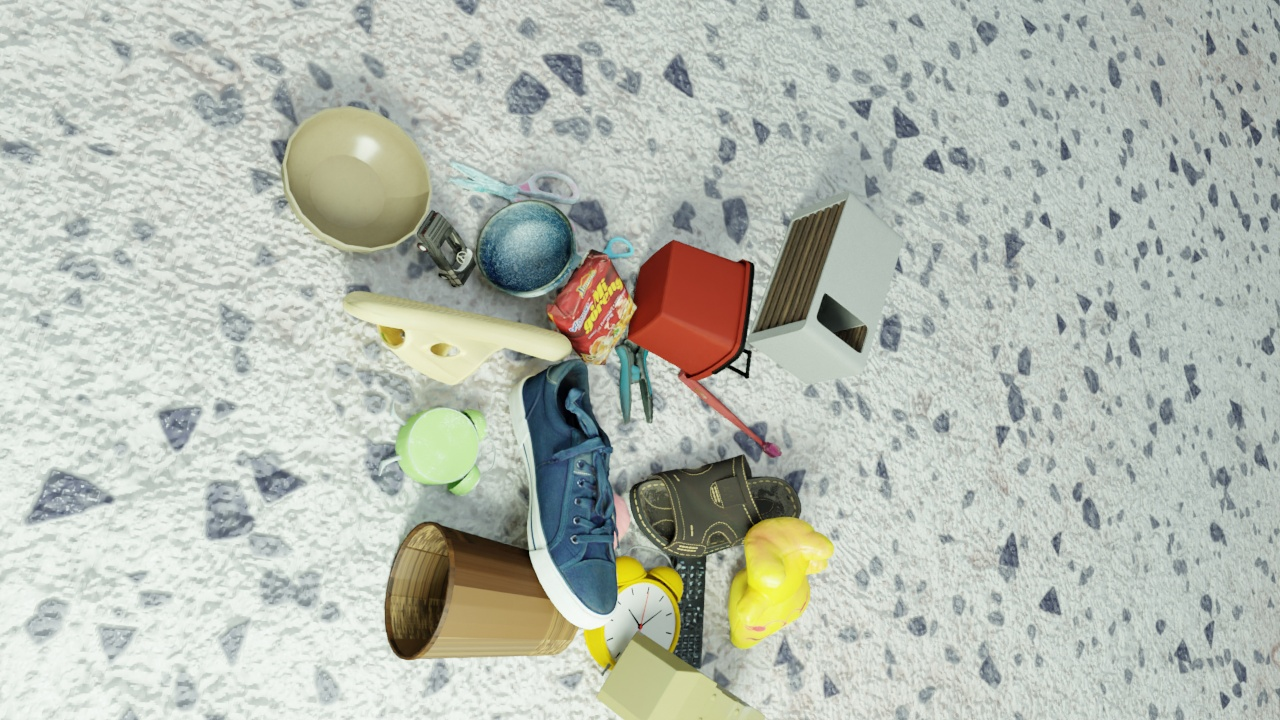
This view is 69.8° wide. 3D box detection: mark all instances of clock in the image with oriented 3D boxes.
[{"bbox_3d":[-0.209,0.093,0.976,0.119,0.043,0.094,14,75,-32],"label":"clock"},{"bbox_3d":[-0.004,0.295,1.073,0.113,0.052,0.151,22,74,-29],"label":"clock"}]

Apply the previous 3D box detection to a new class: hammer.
[{"bbox_3d":[-0.018,0.483,0.995,0.324,0.101,0.190,-56,133,-13],"label":"hammer"}]

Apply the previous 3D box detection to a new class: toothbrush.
[{"bbox_3d":[0.121,0.073,1.215,0.190,0.016,0.016,40,63,-22],"label":"toothbrush"}]

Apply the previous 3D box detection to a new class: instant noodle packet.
[{"bbox_3d":[-0.053,-0.059,1.070,0.098,0.040,0.135,-55,152,-13],"label":"instant noodle packet"}]

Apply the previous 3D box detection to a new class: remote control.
[{"bbox_3d":[0.056,0.302,1.130,0.047,0.022,0.150,11,78,-32],"label":"remote control"}]

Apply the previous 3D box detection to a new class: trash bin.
[{"bbox_3d":[0.259,-0.100,1.278,0.114,0.115,0.228,33,65,-25],"label":"trash bin"}]

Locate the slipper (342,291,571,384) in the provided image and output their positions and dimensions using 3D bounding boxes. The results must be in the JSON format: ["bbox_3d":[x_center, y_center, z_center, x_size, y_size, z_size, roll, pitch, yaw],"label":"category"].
[{"bbox_3d":[-0.196,-0.016,0.979,0.261,0.111,0.079,10,97,-36],"label":"slipper"}]

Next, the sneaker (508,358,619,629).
[{"bbox_3d":[-0.059,0.125,0.961,0.120,0.128,0.294,18,49,-46],"label":"sneaker"}]

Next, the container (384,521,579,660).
[{"bbox_3d":[-0.155,0.245,0.941,0.167,0.132,0.132,19,71,-36],"label":"container"}]

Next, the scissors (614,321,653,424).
[{"bbox_3d":[-0.012,0.011,1.137,0.127,0.019,0.141,46,58,-18],"label":"scissors"}]

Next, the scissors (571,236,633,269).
[{"bbox_3d":[-0.052,-0.116,1.137,0.133,0.015,0.135,-44,109,-31],"label":"scissors"}]

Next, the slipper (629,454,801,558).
[{"bbox_3d":[0.106,0.178,1.142,0.267,0.076,0.113,3,60,-34],"label":"slipper"}]

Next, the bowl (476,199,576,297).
[{"bbox_3d":[-0.125,-0.120,1.051,0.114,0.061,0.114,-3,73,9],"label":"bowl"}]

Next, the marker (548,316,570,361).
[{"bbox_3d":[-0.083,0.014,1.092,0.012,0.013,0.142,-21,93,-35],"label":"marker"}]

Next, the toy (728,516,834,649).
[{"bbox_3d":[0.157,0.272,1.125,0.134,0.194,0.087,-30,56,-24],"label":"toy"}]

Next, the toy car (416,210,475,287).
[{"bbox_3d":[-0.209,-0.120,0.999,0.040,0.037,0.092,-64,151,-24],"label":"toy car"}]

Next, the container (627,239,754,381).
[{"bbox_3d":[0.094,-0.049,1.154,0.200,0.127,0.147,23,60,-23],"label":"container"}]

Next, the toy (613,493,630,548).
[{"bbox_3d":[-0.058,0.200,1.052,0.090,0.051,0.109,19,72,-26],"label":"toy"}]

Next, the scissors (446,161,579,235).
[{"bbox_3d":[-0.149,-0.210,1.090,0.178,0.016,0.102,24,65,-24],"label":"scissors"}]

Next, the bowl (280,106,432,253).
[{"bbox_3d":[-0.300,-0.183,0.958,0.152,0.051,0.152,7,78,-33],"label":"bowl"}]
